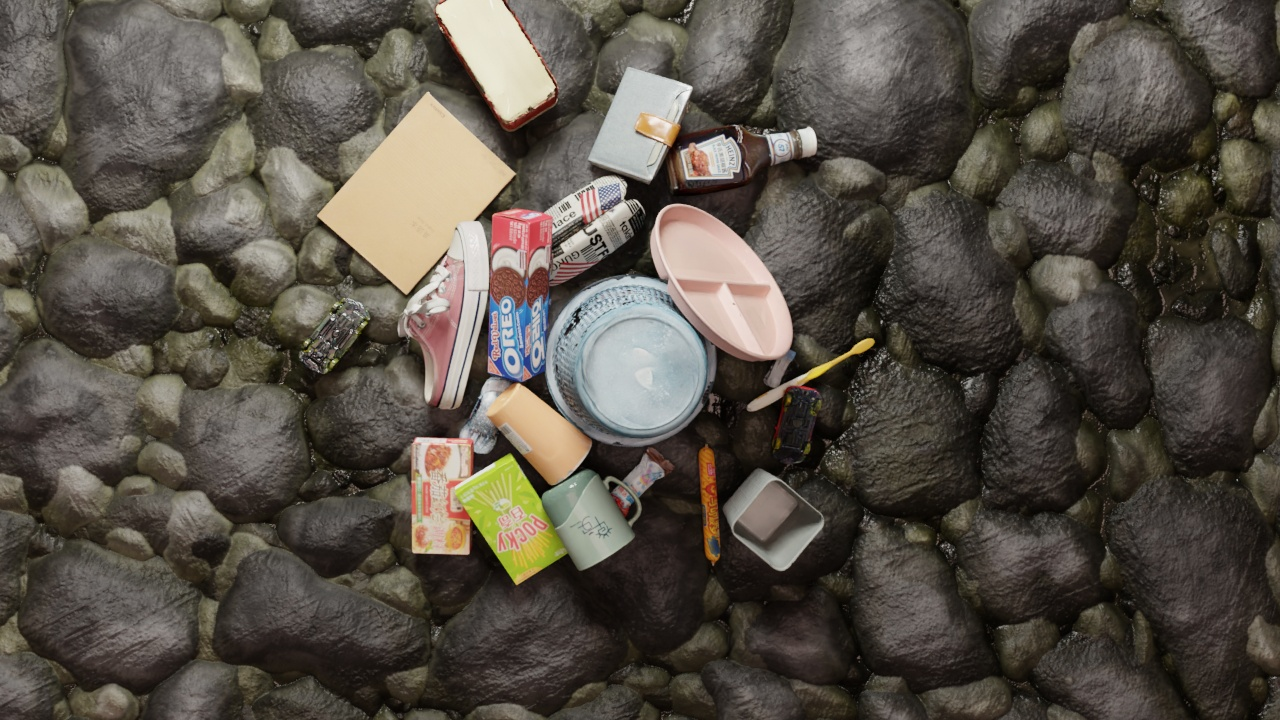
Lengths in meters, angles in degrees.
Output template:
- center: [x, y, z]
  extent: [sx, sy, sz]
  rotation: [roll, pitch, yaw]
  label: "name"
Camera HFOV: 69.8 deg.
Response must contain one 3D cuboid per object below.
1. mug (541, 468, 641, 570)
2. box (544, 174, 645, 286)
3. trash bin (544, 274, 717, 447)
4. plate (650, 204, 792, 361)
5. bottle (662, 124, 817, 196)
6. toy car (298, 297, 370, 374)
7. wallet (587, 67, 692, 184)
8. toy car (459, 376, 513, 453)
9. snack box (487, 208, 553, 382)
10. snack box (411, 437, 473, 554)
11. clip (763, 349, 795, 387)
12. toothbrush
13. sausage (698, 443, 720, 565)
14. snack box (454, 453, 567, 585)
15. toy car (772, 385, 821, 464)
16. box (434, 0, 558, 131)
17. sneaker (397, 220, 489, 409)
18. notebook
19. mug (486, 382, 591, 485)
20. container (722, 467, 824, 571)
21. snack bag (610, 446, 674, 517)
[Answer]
- center: [-0.057, 0.191, 1.163]
  extent: [0.111, 0.082, 0.106]
  rotation: [-30, 87, -11]
  label: "mug"
- center: [-0.079, -0.171, 1.172]
  extent: [0.162, 0.076, 0.087]
  rotation: [-33, 66, 2]
  label: "box"
- center: [-0.007, 0.006, 1.111]
  extent: [0.226, 0.195, 0.226]
  rotation: [0, 94, -3]
  label: "trash bin"
- center: [0.098, -0.092, 1.114]
  extent: [0.229, 0.228, 0.028]
  rotation: [47, 124, -6]
  label: "plate"
- center: [0.128, -0.263, 1.176]
  extent: [0.195, 0.044, 0.080]
  rotation: [-12, 91, -4]
  label: "bottle"
- center: [-0.387, -0.030, 1.166]
  extent: [0.048, 0.032, 0.105]
  rotation: [36, 80, -5]
  label: "toy car"
- center: [0.000, -0.295, 1.149]
  extent: [0.107, 0.037, 0.129]
  rotation: [25, 92, 27]
  label: "wallet"
- center: [-0.195, 0.070, 1.186]
  extent: [0.049, 0.031, 0.105]
  rotation: [26, 91, -6]
  label: "toy car"
- center: [-0.149, -0.078, 1.131]
  extent: [0.057, 0.058, 0.208]
  rotation: [15, 112, 22]
  label: "snack box"
- center: [-0.254, 0.175, 1.179]
  extent: [0.075, 0.025, 0.153]
  rotation: [3, 104, -3]
  label: "snack box"
- center: [0.182, 0.009, 1.212]
  extent: [0.025, 0.036, 0.058]
  rotation: [29, 91, -8]
  label: "clip"
- center: [0.225, 0.019, 1.218]
  extent: [0.191, 0.018, 0.016]
  rotation: [-29, 93, 1]
  label: "toothbrush"
- center: [0.092, 0.192, 1.218]
  extent: [0.021, 0.021, 0.165]
  rotation: [-5, 95, -4]
  label: "sausage"
- center: [-0.162, 0.204, 1.178]
  extent: [0.085, 0.026, 0.156]
  rotation: [-30, 111, -6]
  label: "snack box"
- center: [0.204, 0.085, 1.212]
  extent: [0.049, 0.031, 0.106]
  rotation: [9, 103, -5]
  label: "toy car"
- center: [-0.178, -0.376, 1.130]
  extent: [0.091, 0.078, 0.168]
  rotation: [-33, 95, -2]
  label: "box"
- center: [-0.248, -0.058, 1.139]
  extent: [0.087, 0.118, 0.241]
  rotation: [8, 99, -25]
  label: "sneaker"
- center: [-0.284, -0.212, 1.170]
  extent: [0.149, 0.012, 0.211]
  rotation: [42, 91, -7]
  label: "notebook"
- center: [-0.131, 0.089, 1.157]
  extent: [0.078, 0.078, 0.123]
  rotation: [-46, 106, 0]
  label: "mug"
- center: [0.165, 0.198, 1.176]
  extent: [0.090, 0.114, 0.090]
  rotation: [41, 91, -5]
  label: "container"
- center: [-0.006, 0.162, 1.206]
  extent: [0.045, 0.026, 0.105]
  rotation: [44, 92, 7]
  label: "snack bag"
